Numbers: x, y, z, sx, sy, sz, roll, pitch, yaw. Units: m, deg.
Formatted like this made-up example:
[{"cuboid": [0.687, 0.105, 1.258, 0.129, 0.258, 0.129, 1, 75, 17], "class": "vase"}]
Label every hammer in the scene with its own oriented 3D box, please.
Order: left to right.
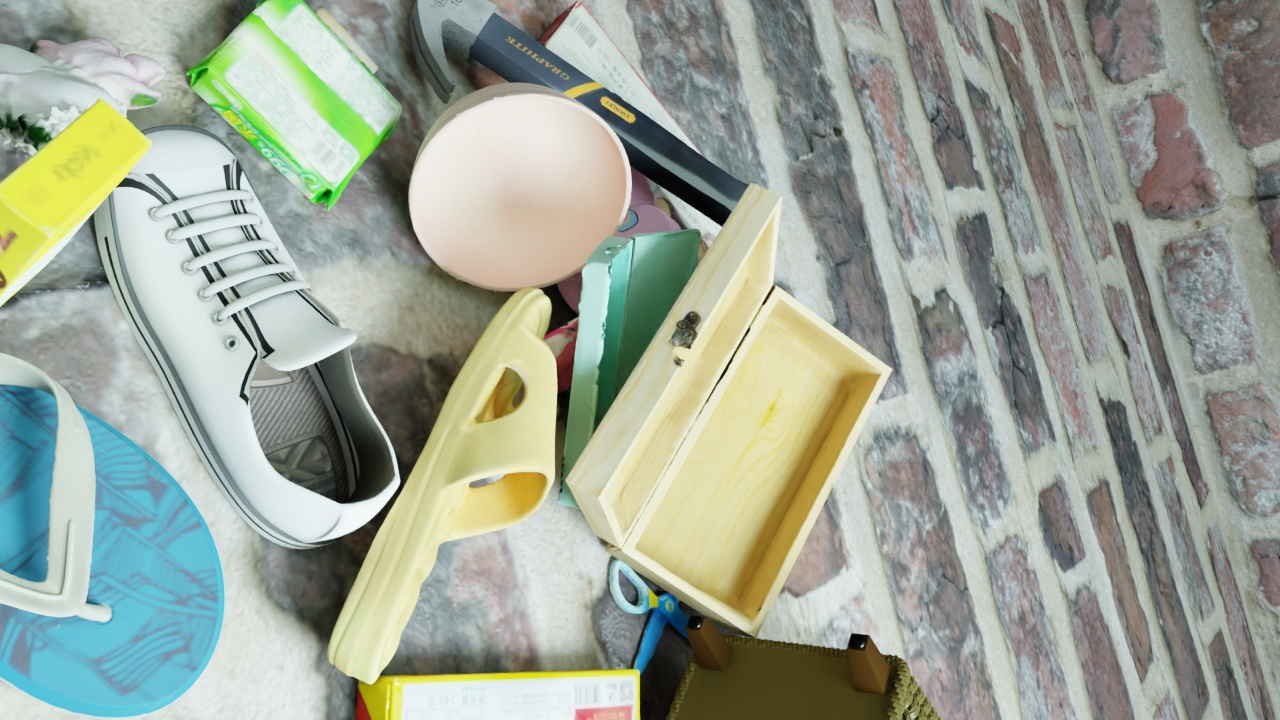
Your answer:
[{"cuboid": [-0.032, -0.198, 0.713, 0.312, 0.035, 0.139, 31, 61, -13], "class": "hammer"}]

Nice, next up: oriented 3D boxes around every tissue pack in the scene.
[{"cuboid": [-0.212, -0.168, 0.582, 0.114, 0.034, 0.099, 47, 50, -27], "class": "tissue pack"}]

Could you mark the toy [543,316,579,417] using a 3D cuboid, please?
[{"cuboid": [-0.066, 0.005, 0.671, 0.050, 0.066, 0.102, 21, 60, -5], "class": "toy"}]

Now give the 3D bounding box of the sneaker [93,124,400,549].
[{"cuboid": [-0.201, -0.015, 0.491, 0.091, 0.097, 0.245, -25, 95, -49], "class": "sneaker"}]

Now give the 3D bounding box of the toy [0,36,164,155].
[{"cuboid": [-0.293, -0.135, 0.464, 0.096, 0.041, 0.108, 24, 38, 2], "class": "toy"}]

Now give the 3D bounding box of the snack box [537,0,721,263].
[{"cuboid": [0.007, -0.186, 0.825, 0.273, 0.044, 0.076, 46, 53, -26], "class": "snack box"}]

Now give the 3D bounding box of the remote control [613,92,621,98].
[{"cuboid": [-0.069, -0.178, 0.723, 0.140, 0.021, 0.045, -22, 93, -28], "class": "remote control"}]

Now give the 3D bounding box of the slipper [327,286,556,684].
[{"cuboid": [-0.097, 0.075, 0.564, 0.078, 0.100, 0.262, 25, 57, -1], "class": "slipper"}]

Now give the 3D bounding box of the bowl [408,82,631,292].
[{"cuboid": [-0.089, -0.130, 0.642, 0.153, 0.153, 0.076, 29, 23, -38], "class": "bowl"}]

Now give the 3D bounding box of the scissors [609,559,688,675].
[{"cuboid": [0.020, 0.193, 0.725, 0.127, 0.013, 0.125, 47, 46, -21], "class": "scissors"}]

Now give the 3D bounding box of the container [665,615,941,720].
[{"cuboid": [0.079, 0.336, 0.581, 0.205, 0.177, 0.319, 63, 40, -32], "class": "container"}]

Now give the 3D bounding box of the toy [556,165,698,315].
[{"cuboid": [-0.019, -0.099, 0.735, 0.123, 0.067, 0.157, -16, 64, -29], "class": "toy"}]

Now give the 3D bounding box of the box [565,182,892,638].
[{"cuboid": [0.062, 0.041, 0.682, 0.247, 0.119, 0.252, -59, 137, -20], "class": "box"}]

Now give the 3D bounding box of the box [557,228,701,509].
[{"cuboid": [-0.012, 0.001, 0.662, 0.138, 0.055, 0.187, -33, 137, -57], "class": "box"}]

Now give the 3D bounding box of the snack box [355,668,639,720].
[{"cuboid": [-0.082, 0.243, 0.574, 0.200, 0.042, 0.092, 17, 65, -44], "class": "snack box"}]

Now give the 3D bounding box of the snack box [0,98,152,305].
[{"cuboid": [-0.265, -0.056, 0.396, 0.025, 0.149, 0.061, 45, 47, -26], "class": "snack box"}]

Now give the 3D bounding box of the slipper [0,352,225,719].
[{"cuboid": [-0.295, 0.046, 0.398, 0.295, 0.060, 0.118, 47, 43, -26], "class": "slipper"}]
